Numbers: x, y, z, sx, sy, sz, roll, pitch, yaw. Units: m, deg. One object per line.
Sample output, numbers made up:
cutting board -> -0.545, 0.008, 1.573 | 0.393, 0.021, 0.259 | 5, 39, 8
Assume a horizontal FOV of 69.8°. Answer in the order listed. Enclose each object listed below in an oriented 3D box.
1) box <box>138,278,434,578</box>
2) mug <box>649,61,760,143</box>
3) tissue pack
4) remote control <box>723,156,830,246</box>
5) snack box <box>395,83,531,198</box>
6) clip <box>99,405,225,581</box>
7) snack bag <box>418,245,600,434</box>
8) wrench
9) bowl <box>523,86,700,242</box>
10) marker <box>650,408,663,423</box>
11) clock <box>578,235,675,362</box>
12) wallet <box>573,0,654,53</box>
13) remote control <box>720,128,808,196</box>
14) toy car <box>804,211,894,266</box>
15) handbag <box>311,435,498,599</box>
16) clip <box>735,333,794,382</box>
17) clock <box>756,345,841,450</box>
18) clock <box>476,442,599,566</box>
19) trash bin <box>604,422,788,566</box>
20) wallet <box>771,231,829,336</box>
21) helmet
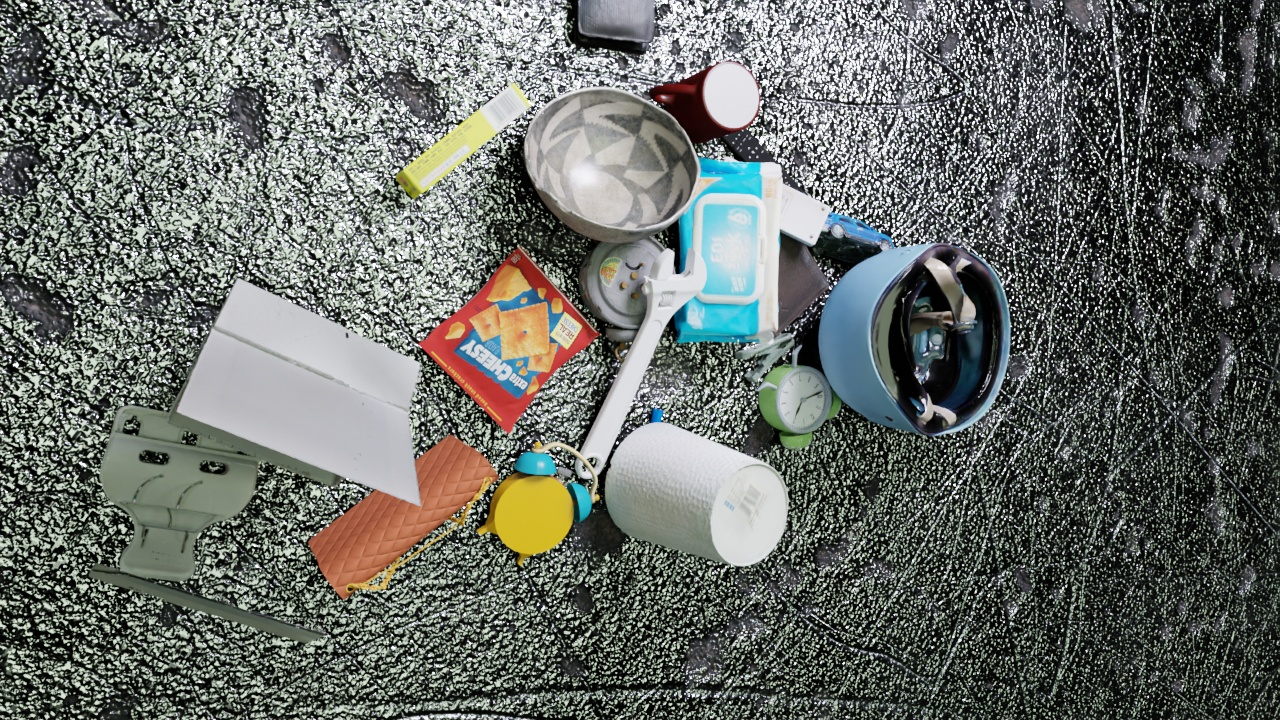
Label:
box -> -0.269, 0.049, 0.711 | 0.167, 0.339, 0.161 | 27, 92, -24
mug -> 0.064, -0.282, 0.992 | 0.105, 0.083, 0.073 | 7, 90, -26
tissue pack -> 0.097, -0.122, 1.012 | 0.117, 0.066, 0.209 | 2, 91, 3
remote control -> 0.148, -0.182, 1.055 | 0.136, 0.011, 0.050 | 25, 82, -4
snack box -> -0.175, -0.218, 0.908 | 0.147, 0.040, 0.029 | -44, 109, -17
clip -> -0.412, 0.119, 0.812 | 0.124, 0.073, 0.143 | 15, 77, -23
snack bag -> -0.131, -0.022, 0.941 | 0.143, 0.039, 0.131 | -48, 111, -15
wrench -> -0.006, 0.006, 0.975 | 0.066, 0.018, 0.273 | 17, 103, -36
bowl -> -0.034, -0.188, 0.945 | 0.178, 0.081, 0.178 | 6, 65, -13
marker -> 0.007, 0.125, 1.032 | 0.013, 0.013, 0.142 | 12, 88, -26
clock -> -0.016, -0.072, 0.984 | 0.103, 0.056, 0.148 | 0, 91, -26
wallet -> -0.028, -0.391, 0.974 | 0.089, 0.026, 0.115 | -3, 94, -24
remote control -> 0.148, -0.225, 1.076 | 0.140, 0.009, 0.030 | 42, 76, -22
toy car -> 0.250, -0.146, 1.105 | 0.120, 0.056, 0.043 | 15, 63, -20
handbag -> -0.220, 0.152, 0.872 | 0.171, 0.109, 0.060 | -38, 108, -19
clip -> 0.151, -0.009, 1.086 | 0.076, 0.023, 0.057 | -33, 108, -18
clock -> 0.189, 0.051, 1.096 | 0.094, 0.043, 0.119 | -42, 109, -16
clock -> -0.105, 0.149, 0.965 | 0.099, 0.044, 0.129 | 44, 82, -21
trash bin -> 0.061, 0.143, 0.964 | 0.133, 0.161, 0.133 | -5, 99, -35
wallet -> 0.159, -0.103, 1.080 | 0.099, 0.031, 0.120 | -41, 110, -14
helmet -> 0.319, -0.029, 1.082 | 0.265, 0.167, 0.225 | 5, 93, -34
